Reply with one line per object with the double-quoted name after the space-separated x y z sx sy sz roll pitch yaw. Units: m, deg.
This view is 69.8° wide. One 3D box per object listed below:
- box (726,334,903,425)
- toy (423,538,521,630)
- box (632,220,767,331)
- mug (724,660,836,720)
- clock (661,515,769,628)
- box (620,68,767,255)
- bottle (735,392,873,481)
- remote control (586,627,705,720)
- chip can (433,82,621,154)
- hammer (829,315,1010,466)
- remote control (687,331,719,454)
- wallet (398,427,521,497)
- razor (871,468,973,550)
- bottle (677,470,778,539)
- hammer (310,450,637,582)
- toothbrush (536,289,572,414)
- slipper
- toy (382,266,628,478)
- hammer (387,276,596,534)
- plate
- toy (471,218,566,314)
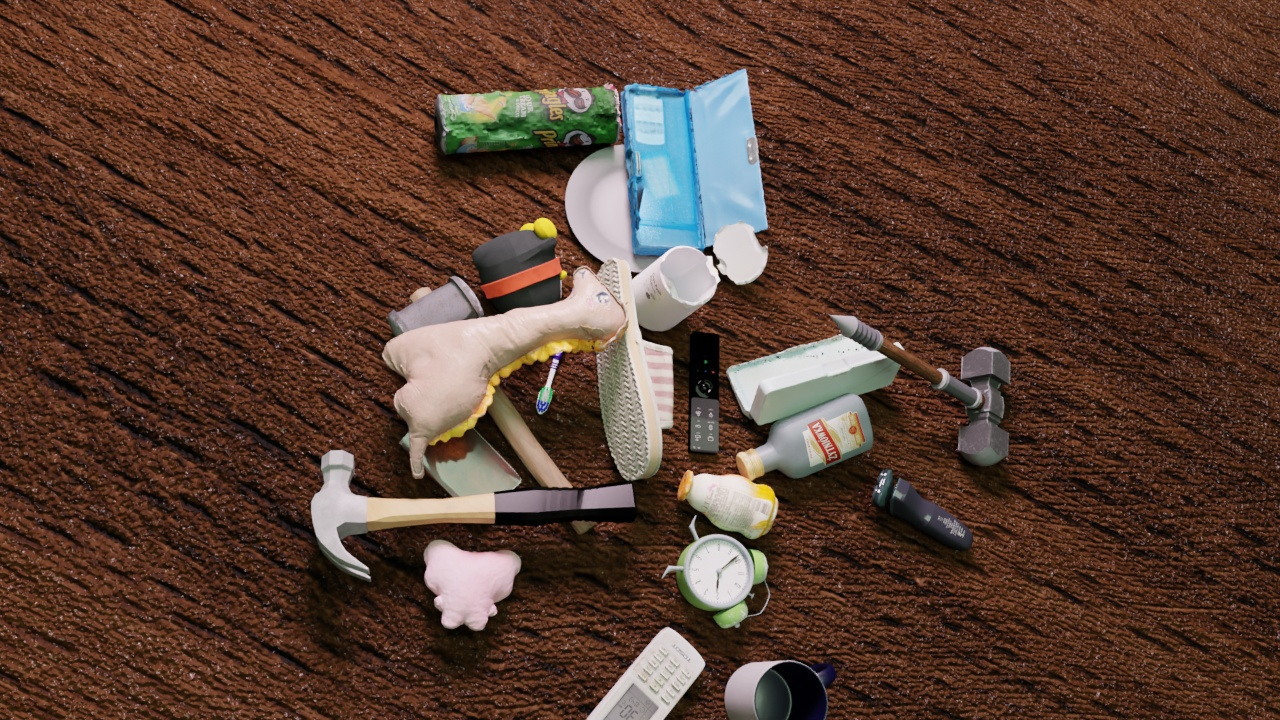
0.207 0.009 1.113 0.198 0.086 0.096 -13 49 -20 "box"
-0.175 0.232 0.948 0.102 0.050 0.093 8 57 -14 "toy"
0.062 -0.098 1.064 0.118 0.160 0.084 -14 80 -28 "box"
0.153 0.348 0.959 0.111 0.097 0.078 -23 78 -19 "mug"
0.089 0.237 1.012 0.119 0.043 0.094 33 68 0 "clock"
0.064 -0.244 1.149 0.173 0.066 0.231 -6 72 7 "box"
0.190 0.097 1.074 0.161 0.046 0.072 -20 104 -14 "bottle"
0.006 0.349 0.963 0.060 0.025 0.138 43 68 4 "remote control"
-0.139 -0.296 1.128 0.223 0.076 0.075 -8 73 -16 "chip can"
0.327 0.009 1.071 0.322 0.043 0.155 25 65 -33 "hammer"
0.076 0.037 1.094 0.034 0.013 0.149 6 70 -11 "remote control"
-0.196 0.111 1.003 0.123 0.019 0.072 45 68 5 "wallet"
0.335 0.182 1.087 0.143 0.052 0.047 32 64 -6 "razor"
0.097 0.157 1.030 0.108 0.063 0.063 21 68 -6 "bottle"
-0.167 0.154 0.950 0.328 0.039 0.131 -1 57 -12 "hammer"
-0.092 -0.024 1.075 0.015 0.016 0.186 18 69 -7 "toothbrush"
-0.006 0.006 1.038 0.052 0.115 0.262 2 65 -27 "slipper"
-0.133 0.007 0.971 0.264 0.065 0.196 -10 78 -10 "toy"
-0.155 0.055 1.021 0.097 0.052 0.328 -34 85 -21 "hammer"
-0.007 -0.190 1.154 0.178 0.012 0.178 4 71 -12 "plate"
-0.133 -0.092 1.052 0.099 0.098 0.119 -24 101 -19 "toy"
